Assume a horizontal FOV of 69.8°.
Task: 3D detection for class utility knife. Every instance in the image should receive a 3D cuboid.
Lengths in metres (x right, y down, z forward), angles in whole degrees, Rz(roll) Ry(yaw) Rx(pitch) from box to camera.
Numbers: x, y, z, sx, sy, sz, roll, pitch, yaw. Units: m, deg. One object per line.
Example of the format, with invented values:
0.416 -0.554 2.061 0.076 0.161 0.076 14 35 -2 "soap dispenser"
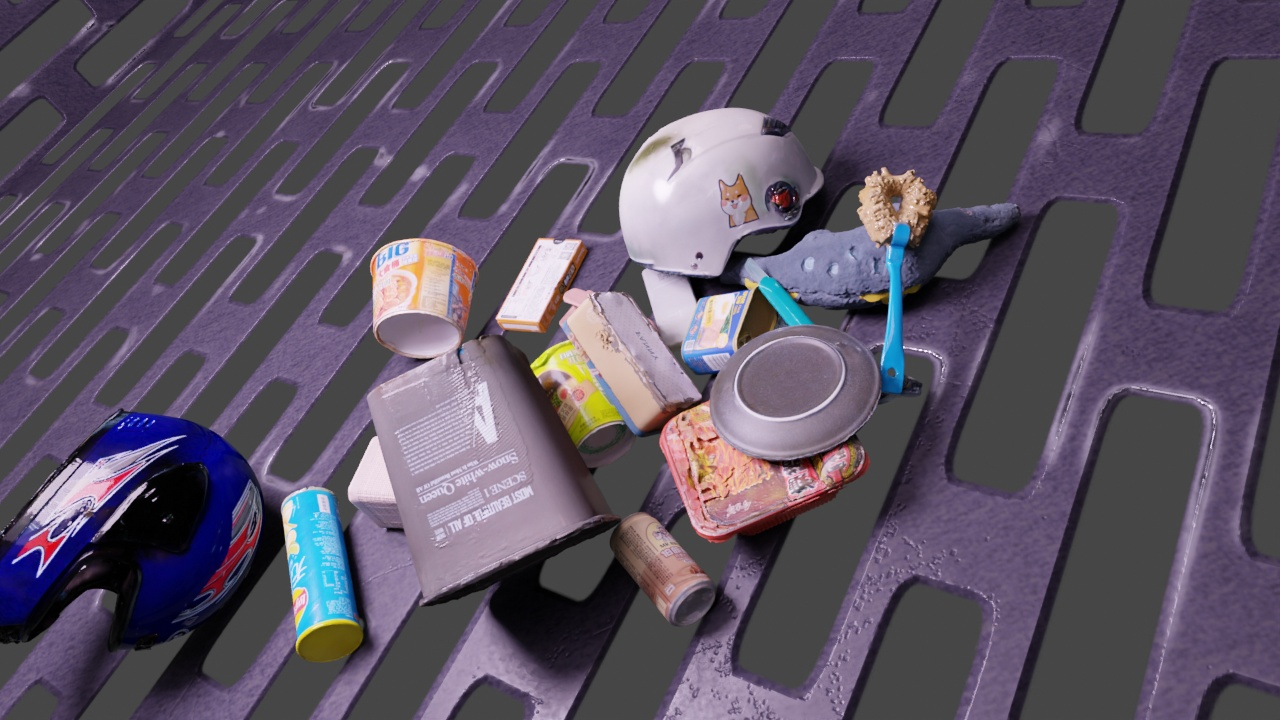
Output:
0.177 -0.049 1.043 0.029 0.013 0.182 -31 72 -21 "utility knife"

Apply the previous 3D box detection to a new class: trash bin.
-0.156 0.110 0.942 0.199 0.198 0.219 -25 79 1 "trash bin"

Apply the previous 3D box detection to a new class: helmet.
0.086 -0.234 1.161 0.273 0.157 0.230 -35 31 -9 "helmet"
-0.596 0.224 1.094 0.248 0.240 0.314 -37 20 52 "helmet"

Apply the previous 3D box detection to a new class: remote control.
0.043 -0.073 1.174 0.058 0.021 0.149 -22 47 9 "remote control"

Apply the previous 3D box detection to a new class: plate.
0.153 0.023 0.935 0.180 0.024 0.179 -14 43 13 "plate"

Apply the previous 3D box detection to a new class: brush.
-0.036 -0.044 1.155 0.146 0.073 0.063 27 68 37 "brush"
0.266 -0.088 0.962 0.083 0.046 0.254 7 73 -1 "brush"

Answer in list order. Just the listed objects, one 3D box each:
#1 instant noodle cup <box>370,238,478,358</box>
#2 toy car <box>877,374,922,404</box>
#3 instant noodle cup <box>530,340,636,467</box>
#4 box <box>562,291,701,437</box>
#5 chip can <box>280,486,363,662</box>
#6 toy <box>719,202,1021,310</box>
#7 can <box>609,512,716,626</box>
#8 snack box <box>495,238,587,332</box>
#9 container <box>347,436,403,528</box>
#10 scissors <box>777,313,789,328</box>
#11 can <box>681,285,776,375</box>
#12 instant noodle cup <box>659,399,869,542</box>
-0.303 -0.079 1.275 0.151 0.151 0.111 -13 57 17 "instant noodle cup"
0.252 0.030 0.972 0.091 0.043 0.034 0 81 30 "toy car"
-0.064 0.055 1.070 0.111 0.112 0.123 -32 53 -1 "instant noodle cup"
-0.006 0.006 1.046 0.061 0.089 0.184 -43 68 29 "box"
-0.381 0.249 1.088 0.071 0.071 0.210 -31 46 0 "chip can"
0.260 -0.118 1.062 0.357 0.091 0.137 -12 30 15 "toy"
0.022 0.209 0.926 0.058 0.058 0.116 -40 47 -8 "can"
-0.138 -0.108 1.289 0.075 0.026 0.153 6 57 30 "snack box"
-0.270 0.150 1.103 0.111 0.090 0.089 1 54 24 "container"
0.178 -0.038 1.084 0.074 0.017 0.137 3 51 30 "scissors"
0.103 -0.033 1.077 0.083 0.057 0.101 -7 49 40 "can"
0.126 0.102 0.948 0.189 0.079 0.164 -24 46 5 "instant noodle cup"
